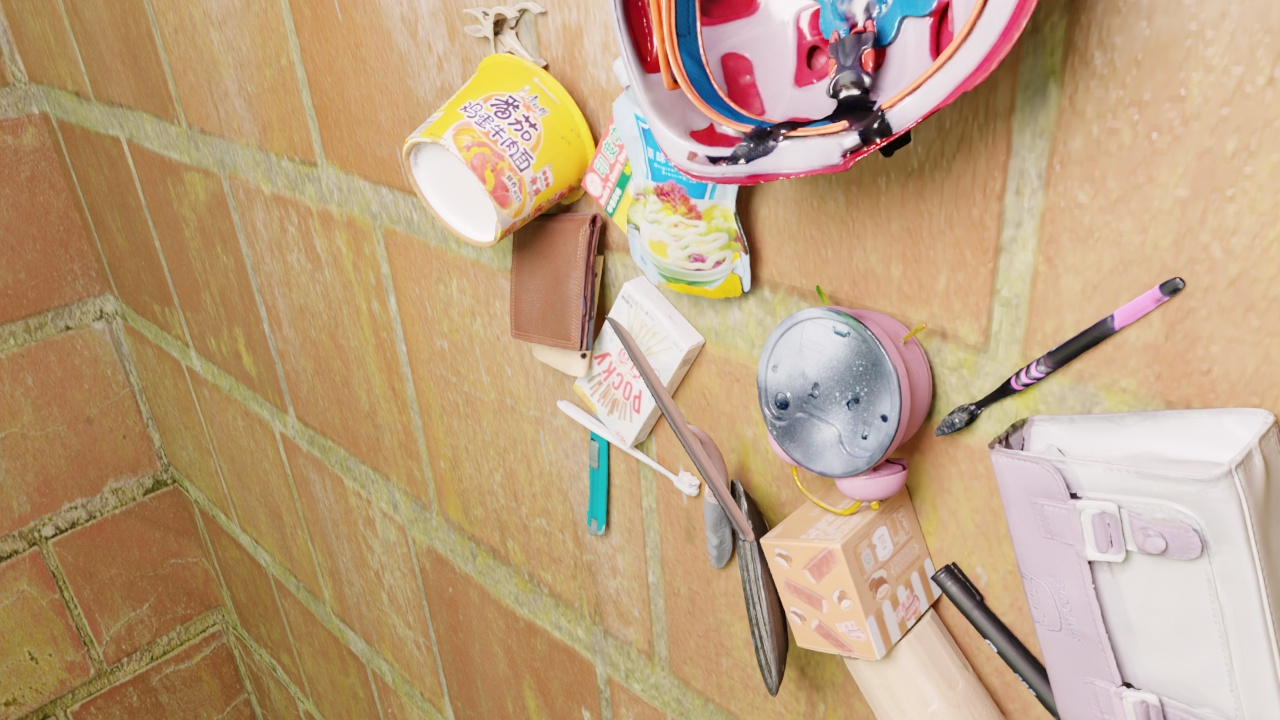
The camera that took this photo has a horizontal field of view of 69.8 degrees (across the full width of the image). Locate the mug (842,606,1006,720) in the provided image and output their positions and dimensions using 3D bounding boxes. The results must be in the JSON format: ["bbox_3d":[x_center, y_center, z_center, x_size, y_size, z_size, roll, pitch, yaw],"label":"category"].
[{"bbox_3d":[0.212,0.254,0.713,0.103,0.084,0.125,59,169,6],"label":"mug"}]

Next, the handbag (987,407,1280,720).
[{"bbox_3d":[0.292,0.131,0.528,0.145,0.098,0.197,-3,109,55],"label":"handbag"}]

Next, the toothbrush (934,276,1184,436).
[{"bbox_3d":[0.246,0.004,0.561,0.014,0.017,0.190,56,141,12],"label":"toothbrush"}]

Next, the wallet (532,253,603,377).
[{"bbox_3d":[-0.072,-0.050,0.866,0.087,0.024,0.115,21,110,43],"label":"wallet"}]

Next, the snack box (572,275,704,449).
[{"bbox_3d":[-0.005,0.005,0.838,0.084,0.026,0.157,47,138,17],"label":"snack box"}]

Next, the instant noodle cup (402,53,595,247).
[{"bbox_3d":[-0.123,-0.169,0.772,0.138,0.109,0.138,31,150,20],"label":"instant noodle cup"}]

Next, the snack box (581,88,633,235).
[{"bbox_3d":[0.009,-0.169,0.718,0.077,0.026,0.156,49,140,15],"label":"snack box"}]

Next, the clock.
[{"bbox_3d":[0.141,0.036,0.645,0.117,0.059,0.159,27,117,41],"label":"clock"}]

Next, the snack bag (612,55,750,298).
[{"bbox_3d":[0.033,-0.134,0.670,0.110,0.038,0.191,22,139,28],"label":"snack bag"}]

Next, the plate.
[{"bbox_3d":[0.102,0.186,0.763,0.179,0.024,0.179,161,101,-89],"label":"plate"}]

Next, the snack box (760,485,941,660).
[{"bbox_3d":[0.158,0.155,0.690,0.077,0.092,0.094,-10,104,50],"label":"snack box"}]

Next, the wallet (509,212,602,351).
[{"bbox_3d":[-0.077,-0.072,0.832,0.101,0.032,0.124,11,100,45],"label":"wallet"}]

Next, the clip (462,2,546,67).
[{"bbox_3d":[-0.118,-0.274,0.795,0.103,0.034,0.093,5,114,52],"label":"clip"}]

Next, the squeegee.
[{"bbox_3d":[0.058,0.111,0.786,0.247,0.040,0.250,58,170,41],"label":"squeegee"}]

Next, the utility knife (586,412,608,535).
[{"bbox_3d":[-0.045,0.099,0.952,0.029,0.013,0.217,24,125,34],"label":"utility knife"}]

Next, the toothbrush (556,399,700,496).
[{"bbox_3d":[-0.015,0.080,0.896,0.180,0.016,0.016,30,123,28],"label":"toothbrush"}]

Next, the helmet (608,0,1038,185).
[{"bbox_3d":[0.107,-0.213,0.492,0.241,0.143,0.207,-6,108,36],"label":"helmet"}]

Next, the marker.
[{"bbox_3d":[0.263,0.202,0.661,0.022,0.020,0.132,-47,72,20],"label":"marker"}]
